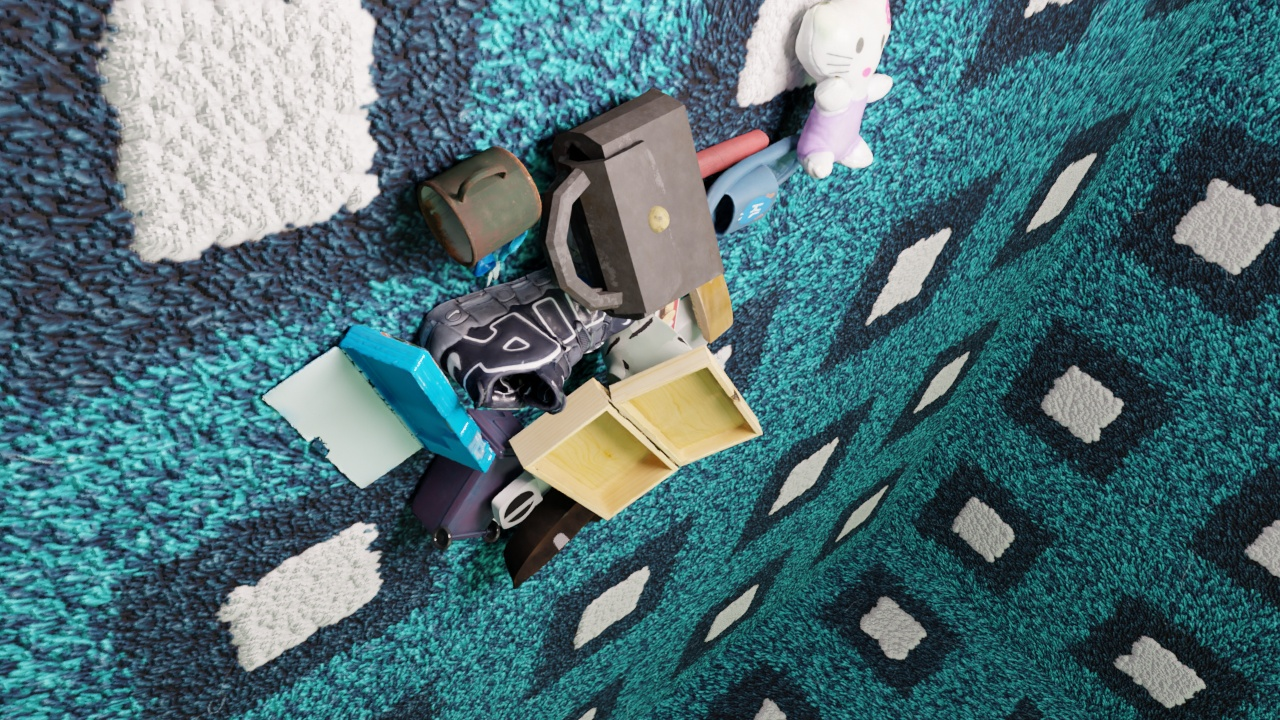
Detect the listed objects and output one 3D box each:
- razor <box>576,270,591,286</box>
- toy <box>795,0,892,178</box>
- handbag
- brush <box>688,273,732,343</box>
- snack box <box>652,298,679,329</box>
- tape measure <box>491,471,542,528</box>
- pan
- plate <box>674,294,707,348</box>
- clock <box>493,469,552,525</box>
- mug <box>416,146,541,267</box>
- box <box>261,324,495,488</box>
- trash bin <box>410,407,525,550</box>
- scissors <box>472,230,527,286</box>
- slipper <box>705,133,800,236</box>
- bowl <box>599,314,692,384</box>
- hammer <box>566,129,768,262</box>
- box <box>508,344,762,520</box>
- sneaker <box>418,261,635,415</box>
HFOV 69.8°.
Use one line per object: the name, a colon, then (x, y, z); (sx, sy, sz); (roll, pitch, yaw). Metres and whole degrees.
razor: (-0.024, -0.117, 0.992); (0.140, 0.044, 0.018); (-52, 168, -27)
toy: (0.236, -0.328, 1.084); (0.137, 0.085, 0.210); (-20, 124, -36)
handbag: (-0.017, -0.137, 0.893); (0.198, 0.102, 0.197); (-37, 122, -35)
brush: (0.096, -0.081, 1.286); (0.049, 0.039, 0.117); (-40, 137, -20)
snack box: (0.011, -0.049, 1.189); (0.044, 0.076, 0.274); (-23, 146, -21)
tape measure: (-0.150, 0.172, 1.122); (0.064, 0.017, 0.064); (-39, 149, -24)
pan: (-0.105, 0.234, 1.405); (0.249, 0.043, 0.356); (-49, 168, 4)
plate: (0.065, -0.030, 1.358); (0.172, 0.019, 0.173); (-35, 151, -23)
clock: (-0.179, 0.175, 1.243); (0.159, 0.061, 0.119); (-50, 157, 16)
mug: (-0.139, -0.144, 0.814); (0.081, 0.085, 0.111); (-36, 176, -24)
box: (-0.261, 0.051, 0.960); (0.167, 0.075, 0.244); (-9, 150, 3)
trash bin: (-0.199, 0.143, 1.125); (0.161, 0.092, 0.093); (-56, 152, 16)
scissors: (-0.149, -0.093, 0.915); (0.073, 0.016, 0.134); (-43, -178, -21)
slipper: (0.139, -0.204, 1.126); (0.213, 0.059, 0.104); (-39, 163, -30)
bowl: (-0.007, 0.007, 1.122); (0.067, 0.174, 0.174); (-51, 157, -24)
hammer: (0.035, -0.211, 1.053); (0.314, 0.036, 0.126); (-30, 147, -32)
box: (0.006, 0.092, 1.130); (0.257, 0.076, 0.247); (-25, 151, 10)
sneaker: (-0.090, -0.012, 0.966); (0.252, 0.150, 0.097); (-16, 145, -25)
